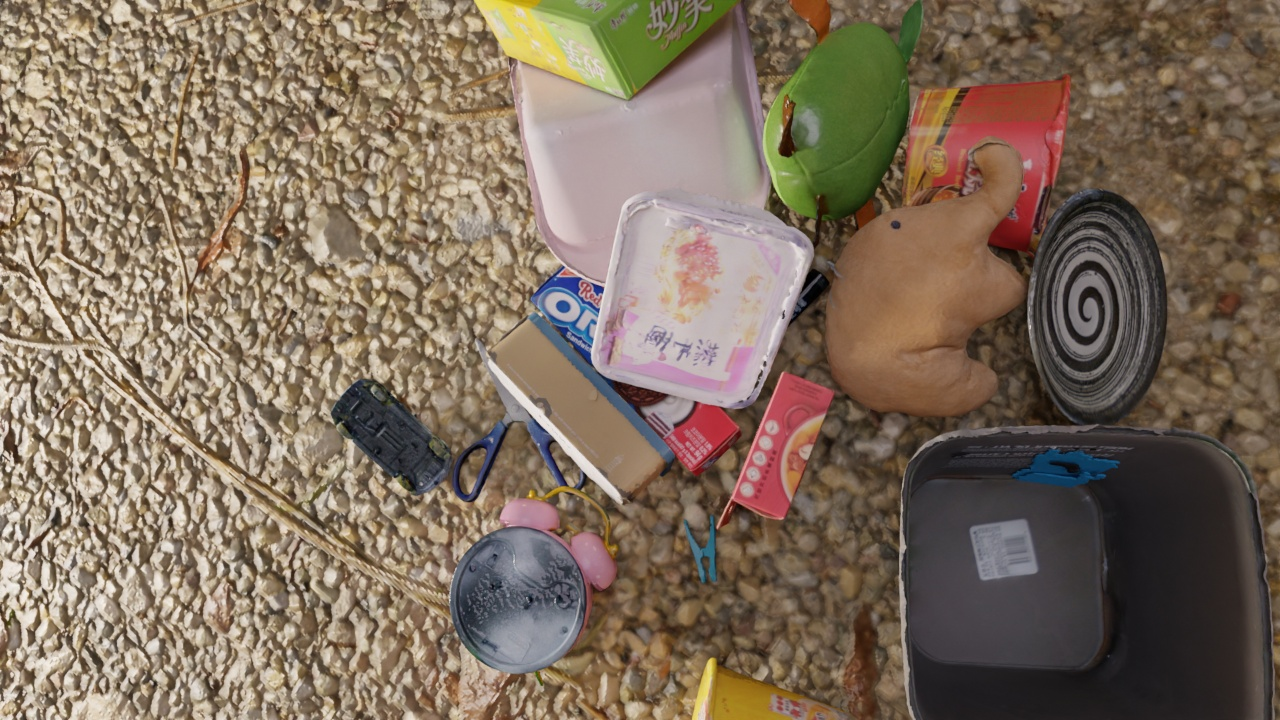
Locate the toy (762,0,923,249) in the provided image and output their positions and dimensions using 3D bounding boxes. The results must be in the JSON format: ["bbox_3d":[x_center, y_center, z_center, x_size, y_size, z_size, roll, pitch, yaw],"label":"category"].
[{"bbox_3d":[0.154,-0.185,0.720,0.090,0.227,0.246,5,43,34],"label":"toy"}]

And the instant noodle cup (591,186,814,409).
[{"bbox_3d":[0.044,-0.052,0.691,0.138,0.174,0.060,14,43,0],"label":"instant noodle cup"}]

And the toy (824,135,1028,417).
[{"bbox_3d":[0.211,-0.055,0.687,0.143,0.082,0.226,7,123,6],"label":"toy"}]

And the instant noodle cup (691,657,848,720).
[{"bbox_3d":[0.091,0.305,0.685,0.110,0.138,0.138,13,84,4],"label":"instant noodle cup"}]

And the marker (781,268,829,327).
[{"bbox_3d":[0.109,-0.025,0.783,0.132,0.020,0.022,-46,48,3],"label":"marker"}]

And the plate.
[{"bbox_3d":[0.339,-0.039,0.691,0.179,0.024,0.179,-2,94,-33],"label":"plate"}]

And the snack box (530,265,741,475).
[{"bbox_3d":[-0.005,0.005,0.780,0.057,0.058,0.207,-43,76,-1],"label":"snack box"}]

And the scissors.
[{"bbox_3d":[-0.110,0.057,0.815,0.162,0.012,0.176,-46,75,1],"label":"scissors"}]

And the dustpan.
[{"bbox_3d":[-0.001,-0.193,0.800,0.223,0.139,0.272,-11,39,11],"label":"dustpan"}]

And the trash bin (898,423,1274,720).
[{"bbox_3d":[0.270,0.149,0.625,0.199,0.219,0.198,0,83,11],"label":"trash bin"}]

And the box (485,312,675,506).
[{"bbox_3d":[-0.046,0.047,0.758,0.184,0.090,0.059,43,78,8],"label":"box"}]

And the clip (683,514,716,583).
[{"bbox_3d":[0.054,0.158,0.769,0.038,0.013,0.055,-12,80,9],"label":"clip"}]

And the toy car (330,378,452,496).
[{"bbox_3d":[-0.221,0.068,0.823,0.120,0.037,0.054,42,90,3],"label":"toy car"}]

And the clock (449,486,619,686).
[{"bbox_3d":[-0.085,0.181,0.769,0.117,0.060,0.158,30,90,14],"label":"clock"}]

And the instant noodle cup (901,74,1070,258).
[{"bbox_3d":[0.267,-0.155,0.720,0.109,0.138,0.138,9,83,20],"label":"instant noodle cup"}]

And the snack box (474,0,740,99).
[{"bbox_3d":[-0.025,-0.311,0.761,0.157,0.070,0.210,-44,43,-10],"label":"snack box"}]

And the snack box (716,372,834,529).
[{"bbox_3d":[0.108,0.080,0.719,0.044,0.113,0.127,23,87,11],"label":"snack box"}]
